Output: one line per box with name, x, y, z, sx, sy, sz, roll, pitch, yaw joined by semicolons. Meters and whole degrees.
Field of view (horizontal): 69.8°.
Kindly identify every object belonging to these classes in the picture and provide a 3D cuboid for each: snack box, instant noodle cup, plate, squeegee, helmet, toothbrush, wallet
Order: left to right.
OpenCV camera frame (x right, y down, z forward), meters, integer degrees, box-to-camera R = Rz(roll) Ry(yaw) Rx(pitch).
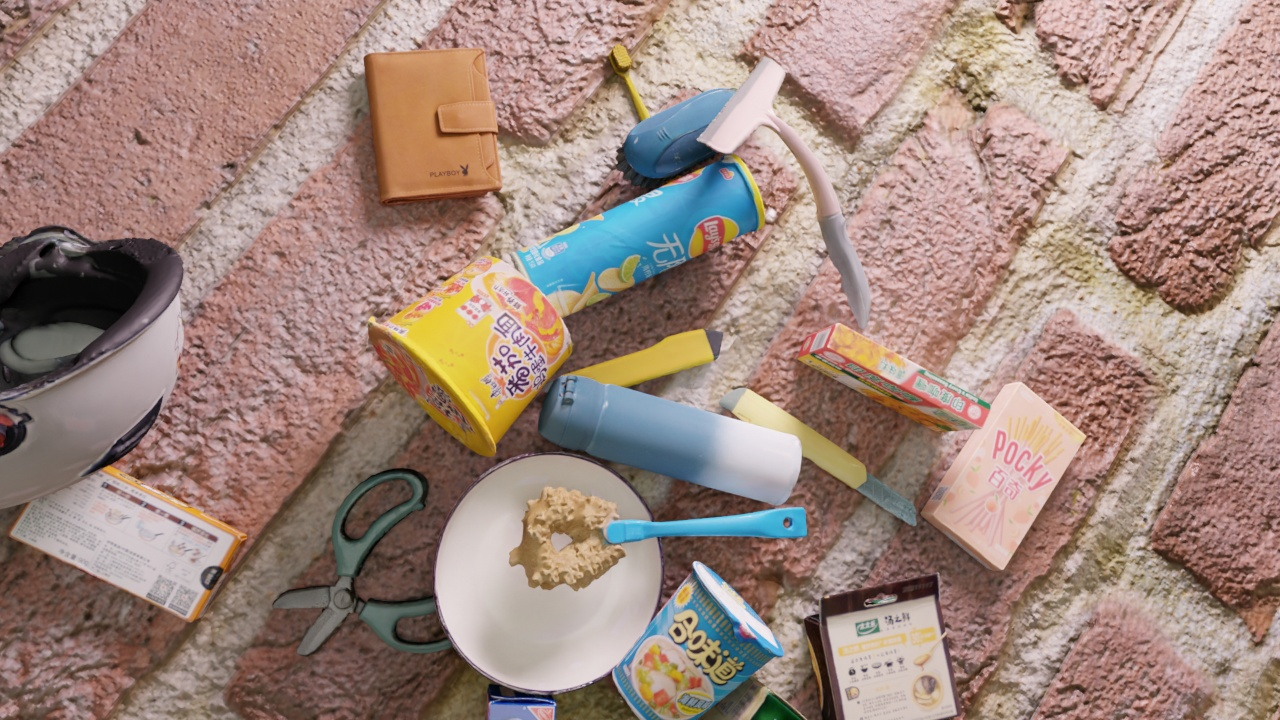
helmet;-0.451;0.018;0.645;0.273;0.229;0.157;-7;127;-13
snack box;-0.398;0.136;0.717;0.153;0.026;0.075;28;79;-5
wallet;-0.179;-0.205;0.798;0.107;0.031;0.131;-7;85;-9
instant noodle cup;-0.129;-0.009;0.733;0.138;0.138;0.109;45;69;-2
snack box;-0.102;0.367;0.724;0.057;0.058;0.207;5;83;-10
plate;-0.076;0.172;0.754;0.192;0.039;0.192;3;80;-19
toothbrush;0.016;-0.201;0.838;0.015;0.017;0.190;-24;88;-13
snack box;0.031;0.356;0.721;0.063;0.114;0.239;41;78;-4
instant noodle cup;0.039;0.231;0.717;0.099;0.099;0.110;45;92;-2
squeegee;0.157;-0.134;0.808;0.040;0.246;0.249;-21;113;30
snack box;0.209;0.254;0.797;0.113;0.053;0.125;-9;84;-11
snack box;0.223;0.018;0.817;0.156;0.077;0.027;27;79;-6
snack box;0.338;0.106;0.852;0.084;0.026;0.157;38;79;-4

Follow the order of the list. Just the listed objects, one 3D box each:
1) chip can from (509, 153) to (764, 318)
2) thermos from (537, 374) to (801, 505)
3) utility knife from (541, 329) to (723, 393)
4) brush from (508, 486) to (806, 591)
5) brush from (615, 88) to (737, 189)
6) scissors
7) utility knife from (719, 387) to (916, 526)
chip can;-0.002;-0.103;0.785;0.210;0.071;0.071;-25;88;-7
thermos;0.024;0.066;0.778;0.220;0.070;0.070;16;80;-10
utility knife;-0.005;0.005;0.809;0.170;0.015;0.033;-16;80;-10
brush;0.020;0.139;0.743;0.254;0.046;0.083;-1;79;-16
brush;0.046;-0.202;0.800;0.143;0.074;0.055;-32;88;-30
scissors;-0.199;0.185;0.751;0.181;0.019;0.170;35;77;-5
utility knife;0.165;0.086;0.827;0.212;0.022;0.031;32;80;2
